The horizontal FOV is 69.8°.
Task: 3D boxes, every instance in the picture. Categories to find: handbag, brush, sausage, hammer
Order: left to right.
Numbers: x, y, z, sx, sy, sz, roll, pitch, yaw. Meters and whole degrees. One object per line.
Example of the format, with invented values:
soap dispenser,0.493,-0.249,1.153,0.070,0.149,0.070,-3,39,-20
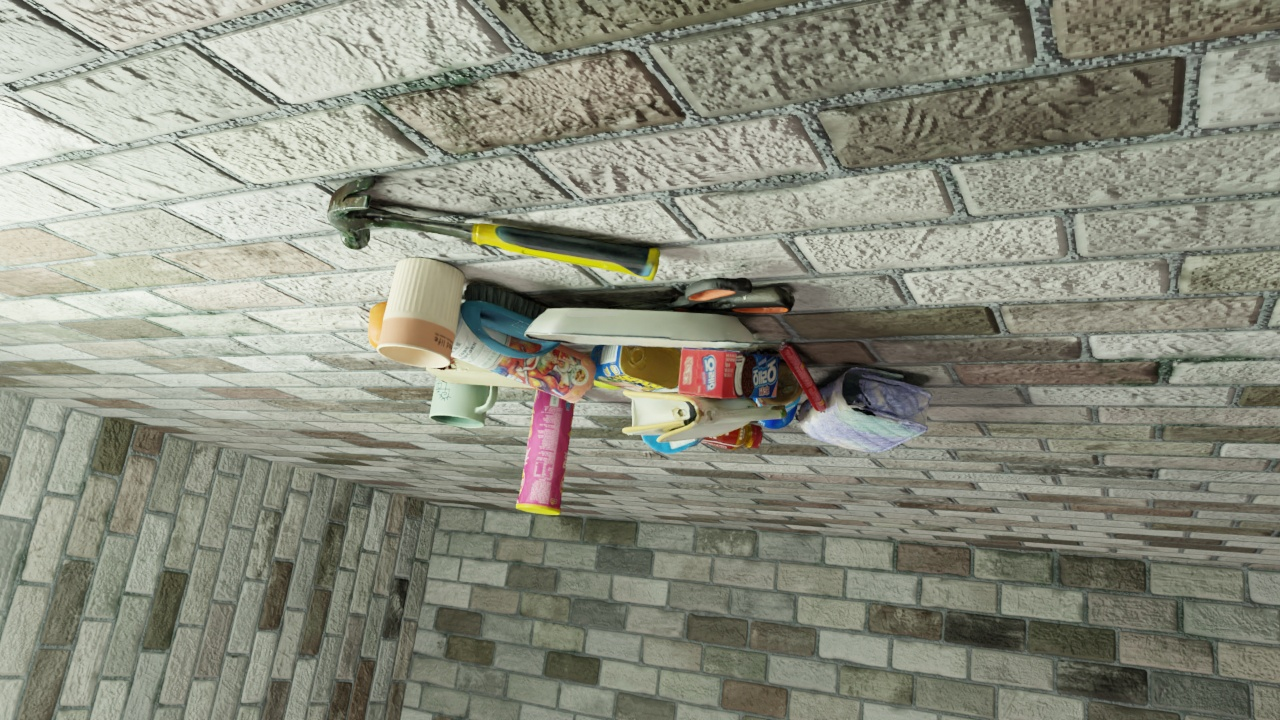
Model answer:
hammer,-0.141,-0.120,0.896,0.323,0.031,0.126,9,165,-4
brush,-0.154,-0.041,1.103,0.055,0.073,0.143,-13,154,43
handbag,0.085,0.070,1.136,0.179,0.063,0.163,0,179,33
sausage,0.211,0.023,1.184,0.020,0.020,0.156,-3,143,33
handbag,0.309,0.069,1.272,0.134,0.075,0.194,14,162,-5

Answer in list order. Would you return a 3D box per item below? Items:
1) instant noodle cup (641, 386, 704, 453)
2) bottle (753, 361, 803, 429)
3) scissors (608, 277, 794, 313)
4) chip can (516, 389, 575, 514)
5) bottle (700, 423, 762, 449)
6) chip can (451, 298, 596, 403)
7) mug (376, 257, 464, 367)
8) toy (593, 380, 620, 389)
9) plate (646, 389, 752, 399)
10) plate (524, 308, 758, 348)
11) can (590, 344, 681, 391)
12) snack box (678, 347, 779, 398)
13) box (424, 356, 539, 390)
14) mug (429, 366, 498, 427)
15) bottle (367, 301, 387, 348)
instant noodle cup,0.056,0.091,1.362,0.099,0.099,0.110,3,173,16
bottle,0.193,0.060,1.310,0.065,0.065,0.219,6,165,7
scissors,0.053,-0.068,0.995,0.227,0.021,0.198,2,172,15
chip can,-0.149,0.140,1.483,0.071,0.210,0.071,7,164,2
bottle,0.119,0.116,1.552,0.175,0.057,0.058,11,164,-13
chip can,-0.161,-0.010,1.178,0.214,0.071,0.071,23,158,-35
mug,-0.250,-0.050,1.057,0.081,0.105,0.115,10,164,-7
toy,-0.041,0.021,1.345,0.096,0.031,0.100,11,160,-1
plate,0.085,0.046,1.391,0.179,0.024,0.179,7,166,2
plate,0.001,-0.037,1.052,0.266,0.034,0.162,2,178,5
can,-0.007,0.007,1.235,0.102,0.057,0.083,18,163,-32
snack box,0.112,0.015,1.113,0.057,0.058,0.207,4,180,26
box,-0.212,0.006,1.291,0.168,0.076,0.091,4,164,12
mug,-0.256,0.040,1.376,0.112,0.106,0.082,-4,160,36
bottle,-0.274,-0.042,1.192,0.149,0.066,0.067,2,165,-6
